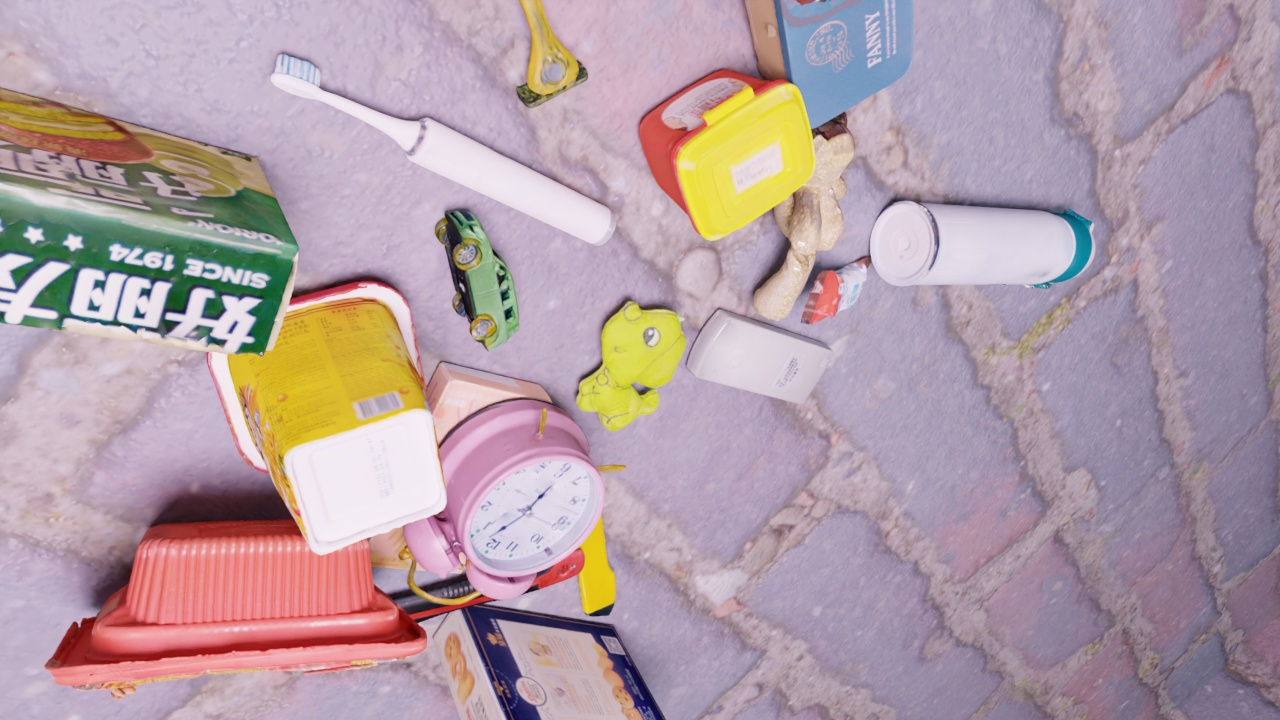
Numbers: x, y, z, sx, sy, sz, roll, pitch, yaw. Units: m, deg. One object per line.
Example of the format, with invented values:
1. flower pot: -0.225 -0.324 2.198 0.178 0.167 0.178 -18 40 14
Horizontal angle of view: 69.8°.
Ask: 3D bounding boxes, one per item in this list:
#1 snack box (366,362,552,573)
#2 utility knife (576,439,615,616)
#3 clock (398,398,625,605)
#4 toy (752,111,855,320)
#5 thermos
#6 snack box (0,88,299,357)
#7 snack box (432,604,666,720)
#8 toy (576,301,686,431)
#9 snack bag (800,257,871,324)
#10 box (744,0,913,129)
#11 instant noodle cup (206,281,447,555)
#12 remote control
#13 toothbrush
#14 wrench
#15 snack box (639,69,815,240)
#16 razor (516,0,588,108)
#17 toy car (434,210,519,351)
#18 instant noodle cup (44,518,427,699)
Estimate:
1. snack box: -0.132 0.079 0.641 0.084 0.026 0.157 15 111 -39
2. utility knife: -0.041 0.143 0.752 0.033 0.015 0.217 -20 132 -19
3. clock: -0.094 0.104 0.622 0.158 0.060 0.117 -46 134 4
4. toy: 0.113 -0.100 0.659 0.104 0.066 0.157 -43 150 -48
5. thermos: 0.296 -0.094 0.774 0.223 0.073 0.073 -3 122 -32
6. snack box: -0.277 -0.069 0.381 0.239 0.114 0.063 11 114 -37
7. snack box: -0.058 0.281 0.726 0.182 0.178 0.046 23 109 -40
8. toy: -0.004 0.004 0.670 0.100 0.031 0.096 -42 134 5
9. snack bag: 0.155 -0.056 0.718 0.104 0.026 0.048 -28 143 -57
10. box: 0.108 -0.219 0.536 0.090 0.060 0.184 -31 147 2
11. instant noodle cup: -0.168 0.033 0.518 0.115 0.123 0.116 -18 129 -23
12. remote control: 0.098 -0.001 0.740 0.135 0.019 0.056 14 112 -39
13. toothbrush: -0.102 -0.115 0.524 0.220 0.027 0.026 20 70 -40
14. wrench: -0.168 0.182 0.691 0.272 0.016 0.056 -7 128 -26
15. snack box: 0.051 -0.135 0.573 0.091 0.080 0.082 -33 134 -9
16. razor: -0.065 -0.202 0.489 0.043 0.028 0.133 -28 131 -9
17. toy car: -0.099 -0.050 0.561 0.036 0.043 0.091 -23 132 -15
18. instant noodle cup: -0.230 0.136 0.536 0.188 0.165 0.079 2 85 -27
